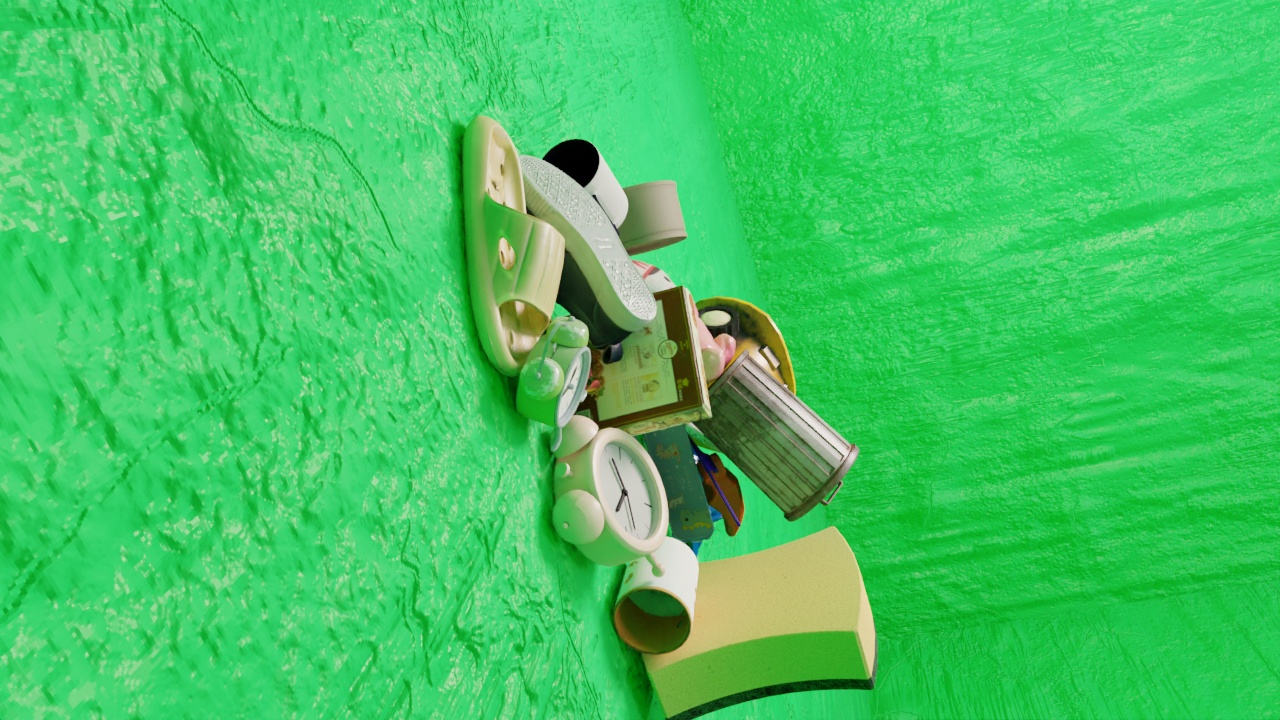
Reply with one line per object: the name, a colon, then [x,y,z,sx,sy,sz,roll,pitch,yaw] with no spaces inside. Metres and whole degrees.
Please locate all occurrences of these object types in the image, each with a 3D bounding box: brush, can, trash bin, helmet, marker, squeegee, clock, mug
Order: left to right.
clock: [-0.079,0.014,0.834,0.120,0.042,0.094,97,14,-48]
mug: [-0.060,-0.190,1.079,0.112,0.078,0.097,59,4,30]
clock: [-0.038,0.138,0.915,0.160,0.086,0.130,43,34,-49]
can: [-0.007,-0.181,1.198,0.127,0.128,0.073,-18,94,-76]
mug: [0.019,0.250,0.985,0.105,0.082,0.082,-67,141,-68]
marker: [0.072,0.097,1.296,0.145,0.017,0.017,29,-34,55]
helmet: [0.113,0.048,1.362,0.131,0.205,0.256,-45,140,-45]
squeegee: [0.107,0.174,1.226,0.249,0.055,0.185,-119,-172,-48]
brush: [0.128,0.291,1.021,0.194,0.250,0.075,-77,150,-68]
trash bin: [0.173,0.101,1.187,0.211,0.131,0.130,43,15,3]

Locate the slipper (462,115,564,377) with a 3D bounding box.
slipper: [-0.109,-0.112,0.851,0.111,0.079,0.261,47,32,-69]

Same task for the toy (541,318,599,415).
toy: [-0.075,0.003,0.942,0.084,0.046,0.103,18,53,-58]

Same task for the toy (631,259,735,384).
toy: [0.027,-0.056,1.188,0.213,0.084,0.141,45,19,2]

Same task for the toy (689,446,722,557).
toy: [0.085,0.188,1.335,0.112,0.071,0.176,-39,115,-62]

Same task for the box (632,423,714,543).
box: [0.035,0.140,1.164,0.072,0.079,0.210,-39,114,-78]

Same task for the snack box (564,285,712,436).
snack box: [-0.006,0.006,0.989,0.041,0.147,0.143,46,32,-63]

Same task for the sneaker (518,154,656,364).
sneaker: [-0.075,-0.109,0.969,0.235,0.088,0.089,57,32,11]
